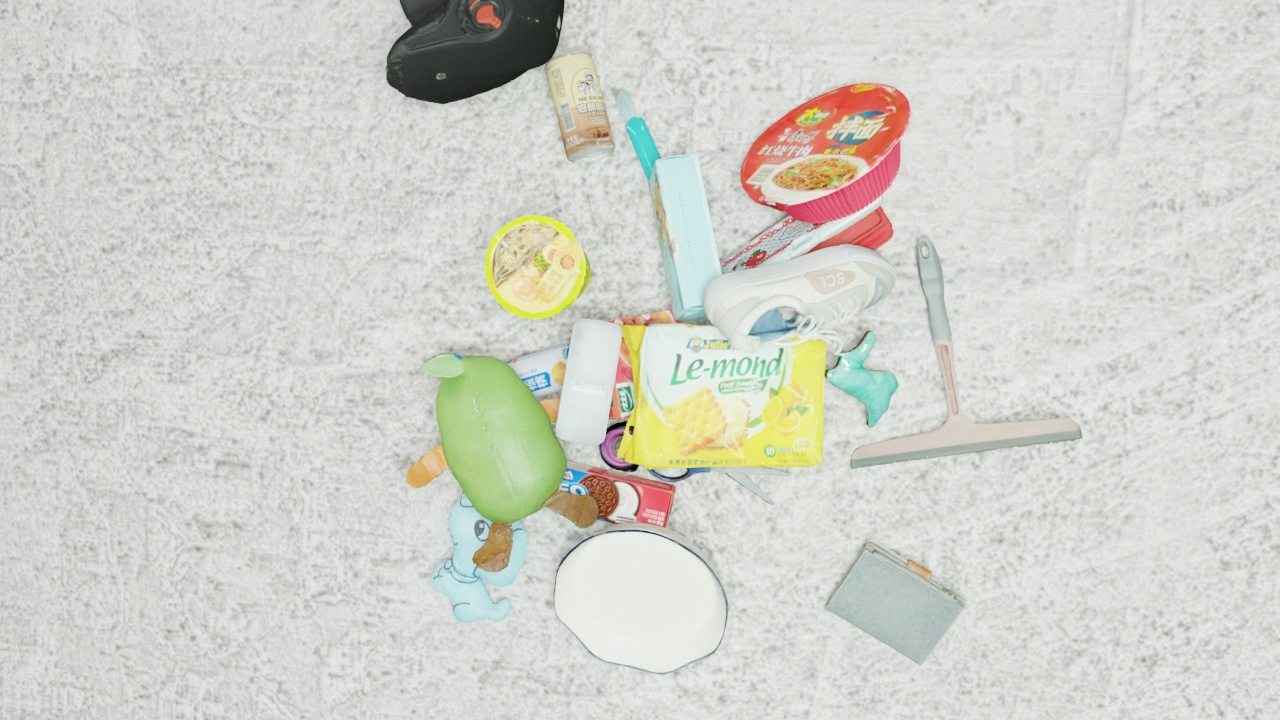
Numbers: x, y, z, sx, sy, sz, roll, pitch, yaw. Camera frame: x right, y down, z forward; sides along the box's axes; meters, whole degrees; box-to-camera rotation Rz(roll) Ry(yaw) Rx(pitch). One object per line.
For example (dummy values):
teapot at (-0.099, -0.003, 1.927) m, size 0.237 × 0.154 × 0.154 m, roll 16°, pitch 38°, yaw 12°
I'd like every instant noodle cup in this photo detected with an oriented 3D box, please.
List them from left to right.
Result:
instant noodle cup at (-0.105, -0.104, 1.049) m, size 0.112 × 0.123 × 0.111 m, roll 1°, pitch 94°, yaw 9°
instant noodle cup at (0.206, -0.214, 0.994) m, size 0.194 × 0.193 × 0.066 m, roll -31°, pitch 126°, yaw 8°

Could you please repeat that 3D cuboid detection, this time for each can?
can at (-0.111, 0.013, 1.092) m, size 0.135 × 0.053 × 0.053 m, roll -16°, pitch 91°, yaw 8°
can at (-0.070, -0.292, 1.064) m, size 0.058 × 0.058 × 0.116 m, roll -14°, pitch 92°, yaw 8°

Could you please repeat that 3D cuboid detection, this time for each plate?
plate at (0.002, 0.273, 1.070) m, size 0.205 × 0.045 × 0.205 m, roll 5°, pitch 115°, yaw 10°

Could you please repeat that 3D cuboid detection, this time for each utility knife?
utility knife at (0.015, -0.233, 1.080) m, size 0.029 × 0.013 × 0.187 m, roll -24°, pitch 92°, yaw 5°

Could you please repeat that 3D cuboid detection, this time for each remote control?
remote control at (-0.056, 0.023, 1.004) m, size 0.056 × 0.020 × 0.136 m, roll 9°, pitch 89°, yaw -6°

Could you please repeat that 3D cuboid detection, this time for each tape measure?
tape measure at (-0.020, 0.102, 1.094) m, size 0.058 × 0.039 × 0.057 m, roll 28°, pitch 96°, yaw 0°

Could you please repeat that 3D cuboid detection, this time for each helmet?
helmet at (-0.190, -0.414, 0.972) m, size 0.229 × 0.275 × 0.233 m, roll -19°, pitch 67°, yaw -18°

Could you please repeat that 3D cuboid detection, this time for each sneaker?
sneaker at (0.189, -0.058, 0.981) m, size 0.241 × 0.090 × 0.090 m, roll -11°, pitch 52°, yaw -25°

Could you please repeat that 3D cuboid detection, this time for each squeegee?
squeegee at (0.344, -0.017, 1.042) m, size 0.248 × 0.040 × 0.249 m, roll -11°, pitch 87°, yaw 25°

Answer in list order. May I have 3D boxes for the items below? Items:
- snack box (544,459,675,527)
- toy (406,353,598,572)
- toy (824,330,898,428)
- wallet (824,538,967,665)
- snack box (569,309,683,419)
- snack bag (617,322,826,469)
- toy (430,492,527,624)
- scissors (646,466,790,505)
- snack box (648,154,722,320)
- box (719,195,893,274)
snack box at (-0.065, 0.154, 1.094) m, size 0.207 × 0.058 × 0.057 m, roll 13°, pitch 92°, yaw 6°
toy at (-0.155, 0.099, 1.030) m, size 0.227 × 0.090 × 0.246 m, roll -23°, pitch 83°, yaw -5°
toy at (0.251, 0.018, 1.028) m, size 0.092 × 0.030 × 0.096 m, roll 27°, pitch 96°, yaw -18°
wallet at (0.298, 0.279, 1.068) m, size 0.130 × 0.037 × 0.107 m, roll 31°, pitch 107°, yaw 5°
snack box at (-0.006, 0.006, 1.053) m, size 0.127 × 0.044 × 0.113 m, roll -12°, pitch 93°, yaw -27°
snack bag at (0.096, 0.040, 1.026) m, size 0.246 × 0.068 × 0.158 m, roll 2°, pitch 90°, yaw -16°
toy at (-0.192, 0.240, 1.120) m, size 0.156 × 0.049 × 0.161 m, roll -32°, pitch 94°, yaw 10°
scissors at (0.084, 0.122, 1.087) m, size 0.163 × 0.012 × 0.162 m, roll -26°, pitch 105°, yaw 19°
snack box at (0.051, -0.136, 1.028) m, size 0.051 × 0.074 × 0.174 m, roll -9°, pitch 84°, yaw -8°
box at (0.181, -0.125, 1.025) m, size 0.201 × 0.098 × 0.095 m, roll -33°, pitch 88°, yaw 8°
